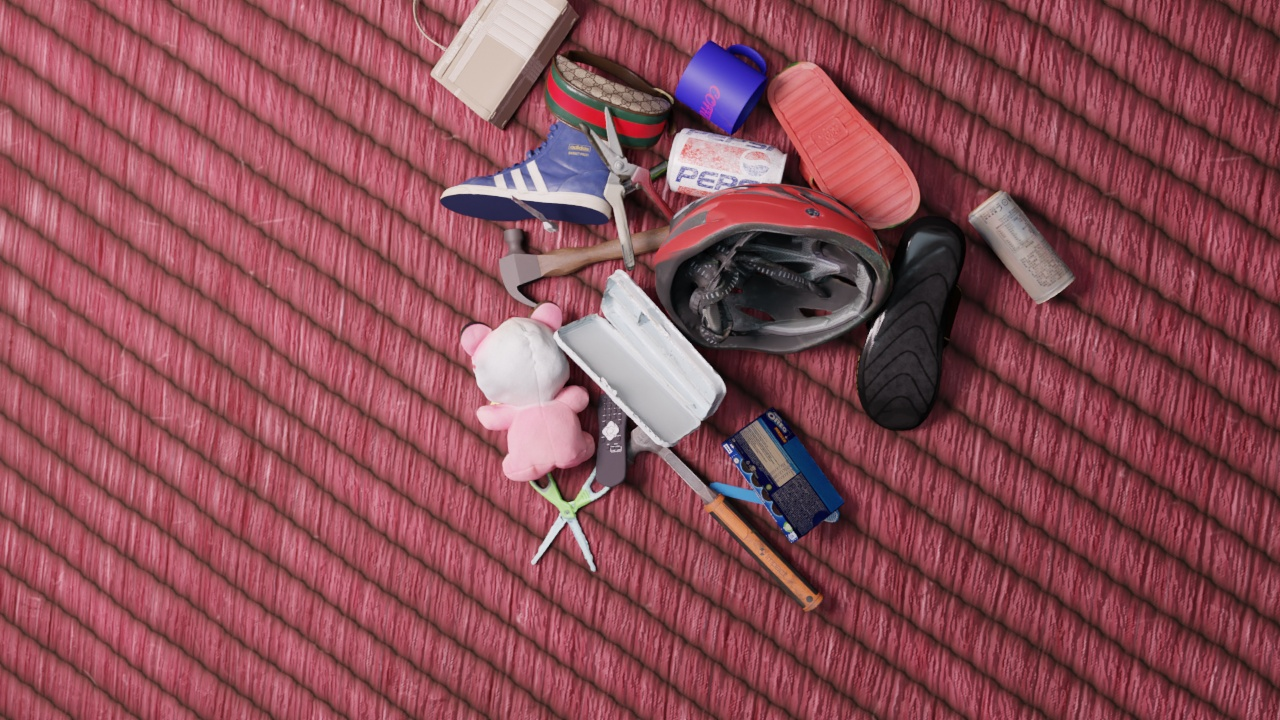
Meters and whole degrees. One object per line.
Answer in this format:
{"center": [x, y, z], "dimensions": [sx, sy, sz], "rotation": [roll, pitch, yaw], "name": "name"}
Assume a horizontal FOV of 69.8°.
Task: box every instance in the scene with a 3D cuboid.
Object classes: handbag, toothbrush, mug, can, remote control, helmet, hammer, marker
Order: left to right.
{"center": [-0.211, -0.427, 1.176], "dimensions": [0.198, 0.062, 0.176], "rotation": [38, 98, 11], "name": "handbag"}
{"center": [-0.126, -0.171, 1.079], "dimensions": [0.010, 0.181, 0.010], "rotation": [-14, 85, 10], "name": "toothbrush"}
{"center": [-0.036, 0.100, 1.168], "dimensions": [0.047, 0.009, 0.124], "rotation": [-8, 72, 30], "name": "remote control"}
{"center": [-0.032, -0.324, 1.117], "dimensions": [0.166, 0.138, 0.063], "rotation": [18, 135, -10], "name": "handbag"}
{"center": [-0.027, -0.216, 1.175], "dimensions": [0.146, 0.017, 0.017], "rotation": [-27, 89, 9], "name": "marker"}
{"center": [-0.022, -0.143, 1.171], "dimensions": [0.323, 0.033, 0.115], "rotation": [-13, 89, 8], "name": "hammer"}
{"center": [0.106, -0.234, 1.125], "dimensions": [0.136, 0.078, 0.078], "rotation": [13, 94, 7], "name": "can"}
{"center": [0.108, -0.344, 1.126], "dimensions": [0.083, 0.079, 0.111], "rotation": [35, 68, 5], "name": "mug"}
{"center": [0.117, 0.184, 1.157], "dimensions": [0.314, 0.035, 0.138], "rotation": [45, 98, 6], "name": "hammer"}
{"center": [0.153, -0.109, 1.068], "dimensions": [0.272, 0.218, 0.166], "rotation": [2, 51, 7], "name": "helmet"}
{"center": [0.169, 0.180, 1.167], "dimensions": [0.167, 0.014, 0.016], "rotation": [12, 94, 8], "name": "toothbrush"}
{"center": [0.453, -0.136, 1.094], "dimensions": [0.054, 0.054, 0.135], "rotation": [-39, 88, 7], "name": "can"}

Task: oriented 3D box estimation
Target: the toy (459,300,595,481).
{"center": [-0.135, 0.040, 1.144], "dimensions": [0.141, 0.084, 0.213], "rotation": [-16, 97, -17], "name": "toy"}

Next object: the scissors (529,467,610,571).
{"center": [-0.091, 0.196, 1.203], "dimensions": [0.168, 0.023, 0.171], "rotation": [-28, 91, 2], "name": "scissors"}

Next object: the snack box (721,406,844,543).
{"center": [0.176, 0.140, 1.135], "dimensions": [0.082, 0.027, 0.150], "rotation": [-31, 82, -24], "name": "snack box"}

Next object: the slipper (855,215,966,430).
{"center": [0.325, -0.043, 1.105], "dimensions": [0.113, 0.075, 0.268], "rotation": [8, 109, 3], "name": "slipper"}

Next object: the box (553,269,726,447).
{"center": [-0.011, 0.012, 1.110], "dimensions": [0.124, 0.107, 0.215], "rotation": [-35, 71, -21], "name": "box"}

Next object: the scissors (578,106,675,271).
{"center": [-0.009, -0.197, 1.099], "dimensions": [0.187, 0.015, 0.179], "rotation": [11, 107, -24], "name": "scissors"}

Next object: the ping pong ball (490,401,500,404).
{"center": [-0.176, 0.064, 1.196], "dimensions": [0.040, 0.040, 0.040], "rotation": [0, 92, 8], "name": "ping pong ball"}

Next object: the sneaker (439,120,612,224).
{"center": [-0.137, -0.244, 1.154], "dimensions": [0.233, 0.091, 0.118], "rotation": [7, 78, 23], "name": "sneaker"}

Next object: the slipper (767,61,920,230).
{"center": [0.243, -0.253, 1.116], "dimensions": [0.103, 0.059, 0.248], "rotation": [-36, 72, 9], "name": "slipper"}
